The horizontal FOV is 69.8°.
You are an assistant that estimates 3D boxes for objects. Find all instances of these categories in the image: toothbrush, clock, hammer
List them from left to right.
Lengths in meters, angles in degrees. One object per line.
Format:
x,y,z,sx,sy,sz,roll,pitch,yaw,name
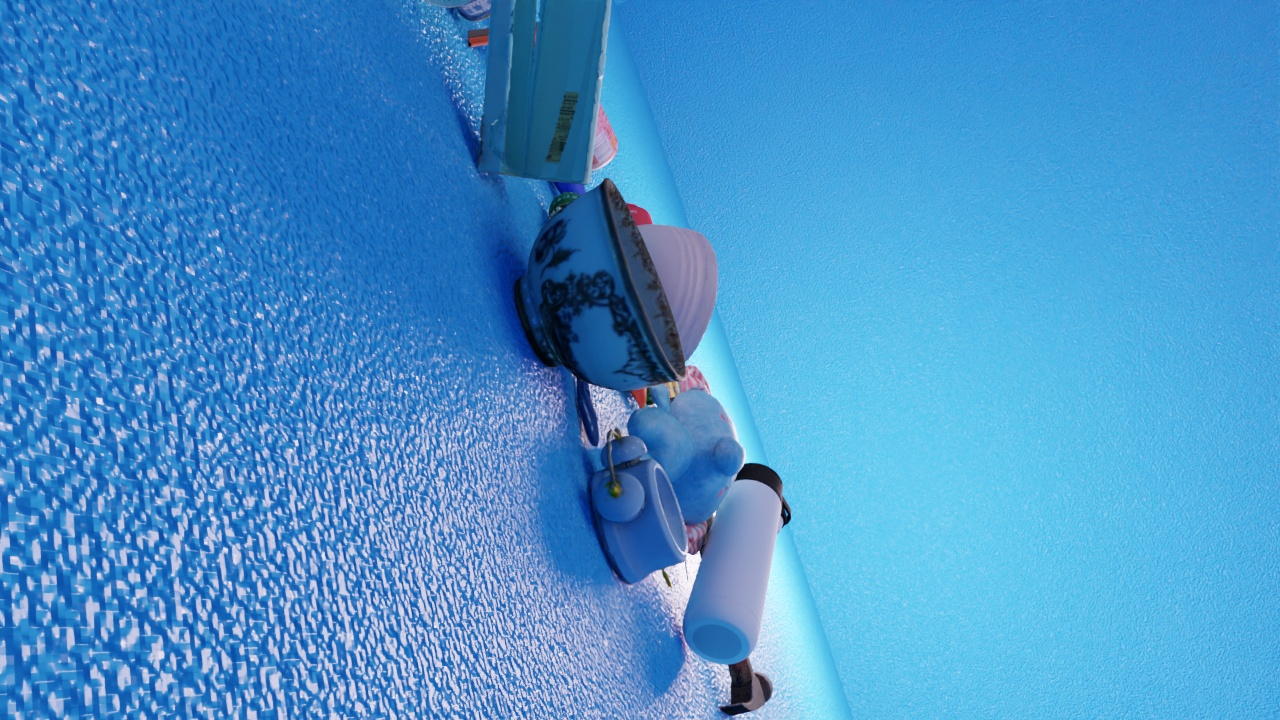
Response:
-0.046,0.018,0.758,0.021,0.016,0.132,60,16,-47,toothbrush
-0.005,0.109,0.691,0.088,0.052,0.124,-88,157,-62,clock
0.070,0.195,0.952,0.120,0.033,0.330,32,41,-68,hammer

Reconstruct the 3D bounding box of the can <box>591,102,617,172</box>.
-0.075,-0.278,1.043,0.124,0.067,0.066,59,14,-51,can

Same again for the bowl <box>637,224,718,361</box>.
-0.008,-0.059,0.821,0.076,0.153,0.152,19,42,-34,bowl

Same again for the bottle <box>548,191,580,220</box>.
-0.065,-0.115,0.840,0.109,0.043,0.043,-95,163,-56,bottle

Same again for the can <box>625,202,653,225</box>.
-0.009,-0.106,1.051,0.074,0.074,0.142,50,22,-65,can

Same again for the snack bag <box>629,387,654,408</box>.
-0.006,0.006,0.966,0.155,0.044,0.087,65,15,-57,snack bag

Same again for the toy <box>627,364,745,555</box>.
0.043,0.086,0.850,0.180,0.115,0.183,31,62,-65,toy

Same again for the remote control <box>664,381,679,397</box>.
0.041,0.039,1.097,0.133,0.013,0.058,32,34,-43,remote control

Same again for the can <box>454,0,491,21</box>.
-0.152,-0.345,0.771,0.059,0.054,0.100,-27,97,-79,can

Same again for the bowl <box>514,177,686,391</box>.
-0.037,-0.044,0.684,0.159,0.094,0.160,-19,89,-81,bowl

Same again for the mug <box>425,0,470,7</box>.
-0.154,-0.327,0.667,0.122,0.081,0.097,29,56,-37,mug

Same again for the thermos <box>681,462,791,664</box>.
0.103,0.199,0.900,0.101,0.069,0.229,62,28,-23,thermos

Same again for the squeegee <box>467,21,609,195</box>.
-0.085,-0.245,0.930,0.248,0.055,0.185,-39,120,-54,squeegee

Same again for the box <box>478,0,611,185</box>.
-0.065,-0.232,0.705,0.077,0.091,0.188,-54,151,-81,box

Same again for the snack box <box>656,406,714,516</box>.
0.055,0.129,1.095,0.075,0.025,0.152,59,14,-52,snack box

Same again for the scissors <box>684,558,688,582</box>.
0.045,0.181,0.957,0.130,0.014,0.117,-101,169,-45,scissors
